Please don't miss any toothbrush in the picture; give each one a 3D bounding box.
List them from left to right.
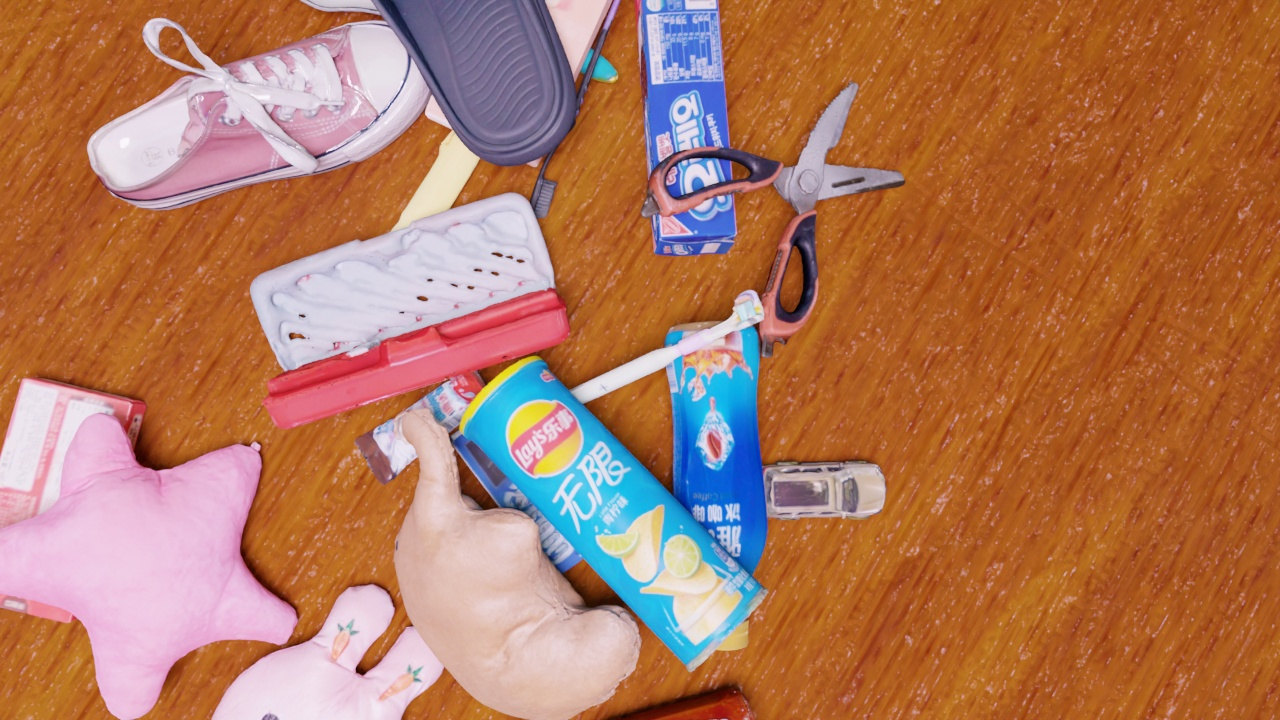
[{"bbox_3d":[-0.040,-0.186,0.645,0.016,0.014,0.189,21,100,-12],"label":"toothbrush"},{"bbox_3d":[-0.004,0.004,0.610,0.190,0.029,0.020,-26,131,26],"label":"toothbrush"}]

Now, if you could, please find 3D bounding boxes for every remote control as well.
[{"bbox_3d":[-0.078,0.087,0.638,0.049,0.024,0.125,-37,85,-5],"label":"remote control"}]

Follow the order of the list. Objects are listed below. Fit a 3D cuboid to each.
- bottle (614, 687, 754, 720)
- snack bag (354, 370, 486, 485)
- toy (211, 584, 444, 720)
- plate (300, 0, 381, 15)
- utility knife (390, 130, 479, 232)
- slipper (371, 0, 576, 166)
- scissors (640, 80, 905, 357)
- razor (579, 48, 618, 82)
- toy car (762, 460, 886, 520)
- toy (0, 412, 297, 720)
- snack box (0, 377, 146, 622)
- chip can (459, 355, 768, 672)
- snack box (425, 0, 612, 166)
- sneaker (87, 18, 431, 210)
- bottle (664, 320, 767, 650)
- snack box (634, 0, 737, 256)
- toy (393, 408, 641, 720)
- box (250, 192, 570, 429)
[{"bbox_3d":[-0.022,0.272,0.611,0.206,0.060,0.059,-14,87,-4],"label":"bottle"},{"bbox_3d":[-0.147,0.041,0.635,0.105,0.026,0.045,-37,65,-2],"label":"snack bag"},{"bbox_3d":[-0.207,0.231,0.611,0.121,0.054,0.159,36,77,-1],"label":"toy"},{"bbox_3d":[-0.163,-0.358,0.659,0.162,0.034,0.265,42,86,1],"label":"plate"},{"bbox_3d":[-0.159,-0.100,0.650,0.031,0.019,0.178,32,82,4],"label":"utility knife"},{"bbox_3d":[-0.125,-0.255,0.582,0.111,0.083,0.268,-27,85,7],"label":"slipper"},{"bbox_3d":[0.097,-0.112,0.623,0.189,0.015,0.224,26,73,-23],"label":"scissors"},{"bbox_3d":[-0.070,-0.239,0.658,0.132,0.028,0.043,35,89,0],"label":"razor"},{"bbox_3d":[0.129,0.092,0.644,0.090,0.035,0.042,0,87,-5],"label":"toy car"},{"bbox_3d":[-0.307,0.127,0.598,0.194,0.075,0.178,48,64,-16],"label":"toy"},{"bbox_3d":[-0.396,0.093,0.622,0.075,0.025,0.153,14,86,-3],"label":"snack box"},{"bbox_3d":[-0.019,0.093,0.579,0.071,0.071,0.210,-44,78,-5],"label":"chip can"},{"bbox_3d":[-0.078,-0.223,0.633,0.084,0.026,0.157,25,92,0],"label":"snack box"},{"bbox_3d":[-0.256,-0.170,0.614,0.241,0.088,0.118,-21,88,-5],"label":"sneaker"},{"bbox_3d":[0.054,0.084,0.625,0.065,0.065,0.218,-3,86,-3],"label":"bottle"},{"bbox_3d":[0.030,-0.179,0.645,0.057,0.058,0.207,-4,86,-4],"label":"snack box"},{"bbox_3d":[-0.102,0.139,0.590,0.144,0.082,0.226,-38,96,28],"label":"toy"},{"bbox_3d":[-0.154,-0.035,0.602,0.201,0.094,0.100,-19,104,-3],"label":"box"}]
